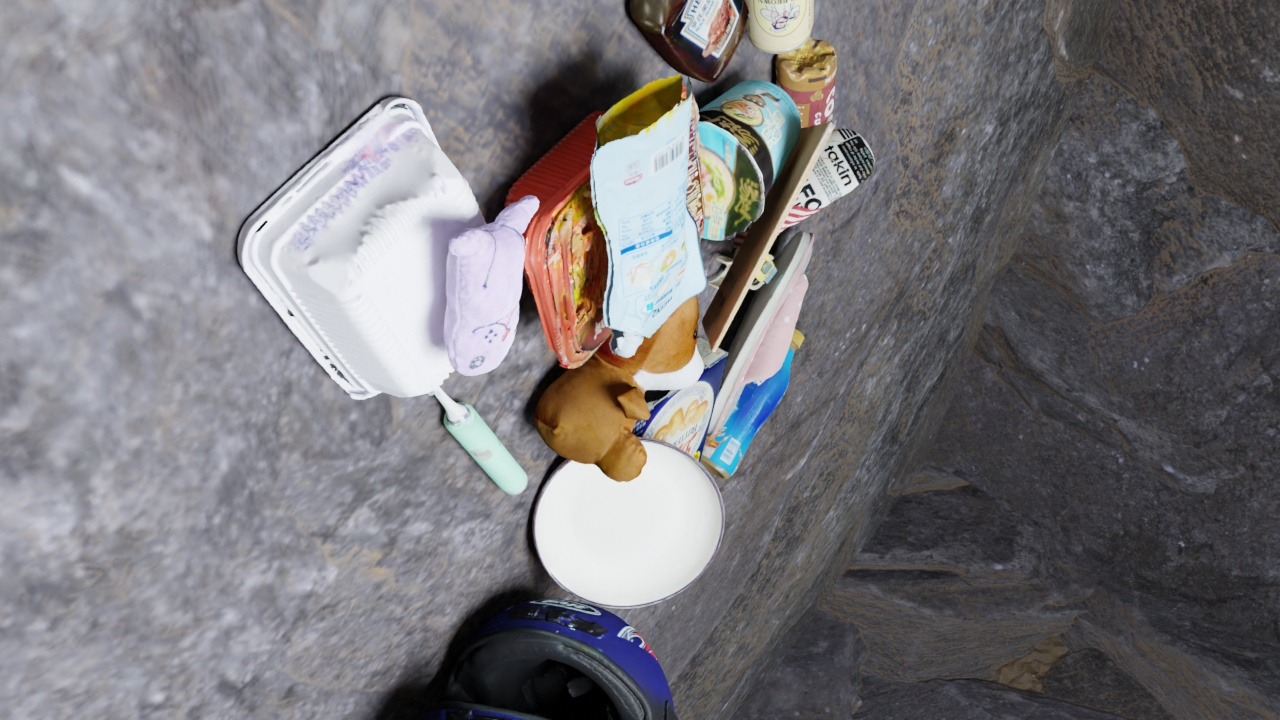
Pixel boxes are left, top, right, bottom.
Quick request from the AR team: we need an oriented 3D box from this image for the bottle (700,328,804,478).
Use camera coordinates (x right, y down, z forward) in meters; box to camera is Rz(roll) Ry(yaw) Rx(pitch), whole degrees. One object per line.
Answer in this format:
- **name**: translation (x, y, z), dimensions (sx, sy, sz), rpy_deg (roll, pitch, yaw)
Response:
- **bottle**: translation (0.147, 0.050, 1.210), dimensions (0.218, 0.065, 0.065), rpy_deg (-56, 155, -11)

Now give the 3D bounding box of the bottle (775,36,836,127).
- **bottle**: translation (0.166, -0.241, 0.934), dimensions (0.057, 0.057, 0.175), rpy_deg (-50, 153, -22)

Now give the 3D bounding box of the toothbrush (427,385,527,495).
- **toothbrush**: translation (-0.132, 0.057, 0.724), dimensions (0.026, 0.027, 0.225), rpy_deg (-19, 150, 1)

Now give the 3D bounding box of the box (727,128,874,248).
- **box**: translation (0.154, -0.170, 0.923), dimensions (0.163, 0.076, 0.087), rpy_deg (-33, 169, 13)

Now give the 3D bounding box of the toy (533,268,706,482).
- **toy**: translation (-0.005, 0.005, 0.805), dimensions (0.130, 0.140, 0.199), rpy_deg (23, 88, -26)

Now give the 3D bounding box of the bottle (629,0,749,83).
- **bottle**: translation (0.022, -0.268, 0.644), dimensions (0.080, 0.044, 0.194), rpy_deg (-62, 155, 2)

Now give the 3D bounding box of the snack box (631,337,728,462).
- **snack box**: translation (0.016, 0.087, 1.022), dimensions (0.177, 0.046, 0.183), rpy_deg (-34, 144, -43)

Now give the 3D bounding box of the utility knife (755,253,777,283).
- **utility knife**: translation (0.128, -0.100, 0.960), dimensions (0.031, 0.021, 0.198), rpy_deg (-51, 173, 6)

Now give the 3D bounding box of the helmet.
- **helmet**: translation (-0.086, 0.351, 0.886), dimensions (0.316, 0.247, 0.239), rpy_deg (78, 21, -51)

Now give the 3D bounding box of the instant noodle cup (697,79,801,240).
- **instant noodle cup**: translation (0.080, -0.182, 0.791), dimensions (0.120, 0.111, 0.111), rpy_deg (-52, 156, -37)

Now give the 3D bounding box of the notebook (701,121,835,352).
- **notebook**: translation (0.107, -0.113, 0.818), dimensions (0.208, 0.008, 0.147), rpy_deg (-63, -175, 11)

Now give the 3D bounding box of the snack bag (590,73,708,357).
- **snack bag**: translation (0.008, -0.090, 0.629), dimensions (0.110, 0.039, 0.191), rpy_deg (-53, 153, -35)

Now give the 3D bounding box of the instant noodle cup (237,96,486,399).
- **instant noodle cup**: translation (-0.141, -0.051, 0.551), dimensions (0.137, 0.060, 0.174), rpy_deg (-50, 153, -20)

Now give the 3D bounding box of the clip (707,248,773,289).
- **clip**: translation (0.112, -0.112, 1.000), dimensions (0.104, 0.035, 0.082), rpy_deg (9, 110, -62)

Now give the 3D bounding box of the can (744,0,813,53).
- **can**: translation (0.112, -0.314, 0.748), dimensions (0.058, 0.058, 0.116), rpy_deg (-51, 154, -19)

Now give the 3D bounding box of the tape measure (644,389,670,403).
- **tape measure**: translation (0.004, 0.011, 0.900), dimensions (0.057, 0.057, 0.039), rpy_deg (-31, 143, -33)

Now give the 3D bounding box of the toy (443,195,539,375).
- **toy**: translation (-0.090, -0.040, 0.541), dimensions (0.083, 0.039, 0.108), rpy_deg (-44, 151, -49)

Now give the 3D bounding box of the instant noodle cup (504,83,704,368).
- **instant noodle cup**: translation (-0.030, -0.102, 0.683), dimensions (0.188, 0.079, 0.165), rpy_deg (-49, 153, -26)

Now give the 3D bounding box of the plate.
- **plate**: translation (-0.013, 0.159, 0.927), dimensions (0.039, 0.192, 0.193), rpy_deg (-107, -142, -69)

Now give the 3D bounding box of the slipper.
- **slipper**: translation (0.147, -0.025, 1.098), dimensions (0.114, 0.054, 0.275), rpy_deg (-84, -161, -76)
